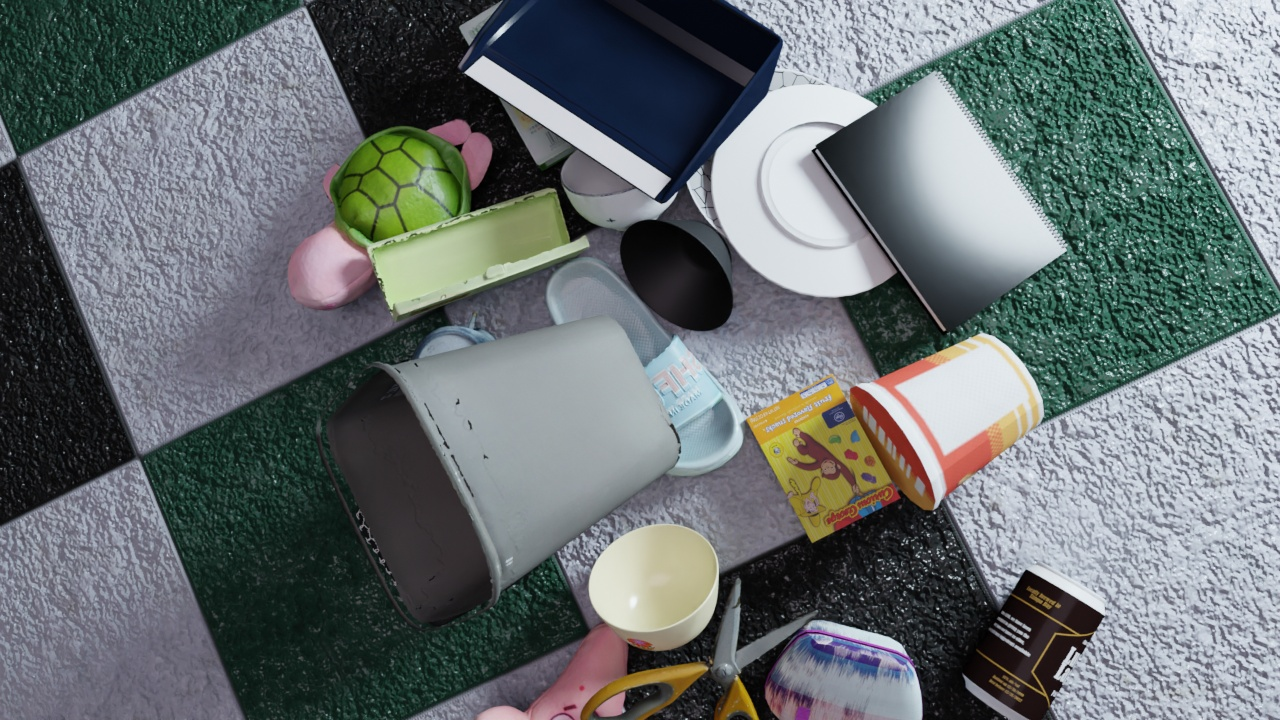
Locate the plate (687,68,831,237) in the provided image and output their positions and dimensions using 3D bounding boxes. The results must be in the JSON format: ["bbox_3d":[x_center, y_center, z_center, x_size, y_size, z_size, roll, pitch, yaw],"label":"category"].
[{"bbox_3d":[0.132,-0.184,0.864,0.188,0.016,0.188,1,79,-7],"label":"plate"}]

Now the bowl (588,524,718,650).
[{"bbox_3d":[0.019,0.218,0.833,0.118,0.117,0.074,-14,127,5],"label":"bowl"}]

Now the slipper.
[{"bbox_3d":[-0.005,0.005,0.856,0.104,0.074,0.245,-38,81,3],"label":"slipper"}]

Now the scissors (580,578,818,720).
[{"bbox_3d":[0.051,0.280,0.791,0.225,0.016,0.225,-3,116,-7],"label":"scissors"}]

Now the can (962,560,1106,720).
[{"bbox_3d":[0.342,0.247,0.800,0.072,0.072,0.128,32,90,8],"label":"can"}]

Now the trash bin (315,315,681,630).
[{"bbox_3d":[-0.108,0.077,0.760,0.219,0.198,0.197,-24,84,-40],"label":"trash bin"}]

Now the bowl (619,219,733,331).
[{"bbox_3d":[0.046,-0.092,0.854,0.124,0.124,0.052,38,58,7],"label":"bowl"}]

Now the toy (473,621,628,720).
[{"bbox_3d":[-0.060,0.353,0.830,0.192,0.097,0.236,20,82,-4],"label":"toy"}]

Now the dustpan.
[{"bbox_3d":[0.010,-0.310,0.830,0.236,0.080,0.272,35,64,11],"label":"dustpan"}]

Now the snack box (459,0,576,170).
[{"bbox_3d":[-0.082,-0.291,0.908,0.132,0.027,0.168,-30,83,2],"label":"snack box"}]

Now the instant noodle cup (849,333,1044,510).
[{"bbox_3d":[0.270,0.046,0.804,0.121,0.123,0.123,-30,83,-4],"label":"instant noodle cup"}]

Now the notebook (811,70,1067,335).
[{"bbox_3d":[0.276,-0.148,0.842,0.149,0.016,0.206,-33,85,-11],"label":"notebook"}]

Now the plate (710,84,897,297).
[{"bbox_3d":[0.169,-0.161,0.847,0.208,0.015,0.208,1,79,-7],"label":"plate"}]

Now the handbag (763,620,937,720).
[{"bbox_3d":[0.178,0.331,0.823,0.144,0.068,0.170,13,94,9],"label":"handbag"}]

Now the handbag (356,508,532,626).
[{"bbox_3d":[-0.172,0.153,0.845,0.125,0.115,0.153,-26,81,-1],"label":"handbag"}]

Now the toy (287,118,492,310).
[{"bbox_3d":[-0.245,-0.144,0.887,0.238,0.088,0.190,-44,77,-4],"label":"toy"}]

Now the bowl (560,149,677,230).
[{"bbox_3d":[-0.013,-0.165,0.862,0.113,0.063,0.113,-11,42,10],"label":"bowl"}]

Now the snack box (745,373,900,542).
[{"bbox_3d":[0.166,0.089,0.846,0.088,0.040,0.126,-28,83,4],"label":"snack box"}]

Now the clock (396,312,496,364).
[{"bbox_3d":[-0.186,0.018,0.888,0.129,0.052,0.090,-42,83,6],"label":"clock"}]

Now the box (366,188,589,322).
[{"bbox_3d":[-0.152,-0.104,0.849,0.187,0.092,0.083,-22,89,-18],"label":"box"}]
